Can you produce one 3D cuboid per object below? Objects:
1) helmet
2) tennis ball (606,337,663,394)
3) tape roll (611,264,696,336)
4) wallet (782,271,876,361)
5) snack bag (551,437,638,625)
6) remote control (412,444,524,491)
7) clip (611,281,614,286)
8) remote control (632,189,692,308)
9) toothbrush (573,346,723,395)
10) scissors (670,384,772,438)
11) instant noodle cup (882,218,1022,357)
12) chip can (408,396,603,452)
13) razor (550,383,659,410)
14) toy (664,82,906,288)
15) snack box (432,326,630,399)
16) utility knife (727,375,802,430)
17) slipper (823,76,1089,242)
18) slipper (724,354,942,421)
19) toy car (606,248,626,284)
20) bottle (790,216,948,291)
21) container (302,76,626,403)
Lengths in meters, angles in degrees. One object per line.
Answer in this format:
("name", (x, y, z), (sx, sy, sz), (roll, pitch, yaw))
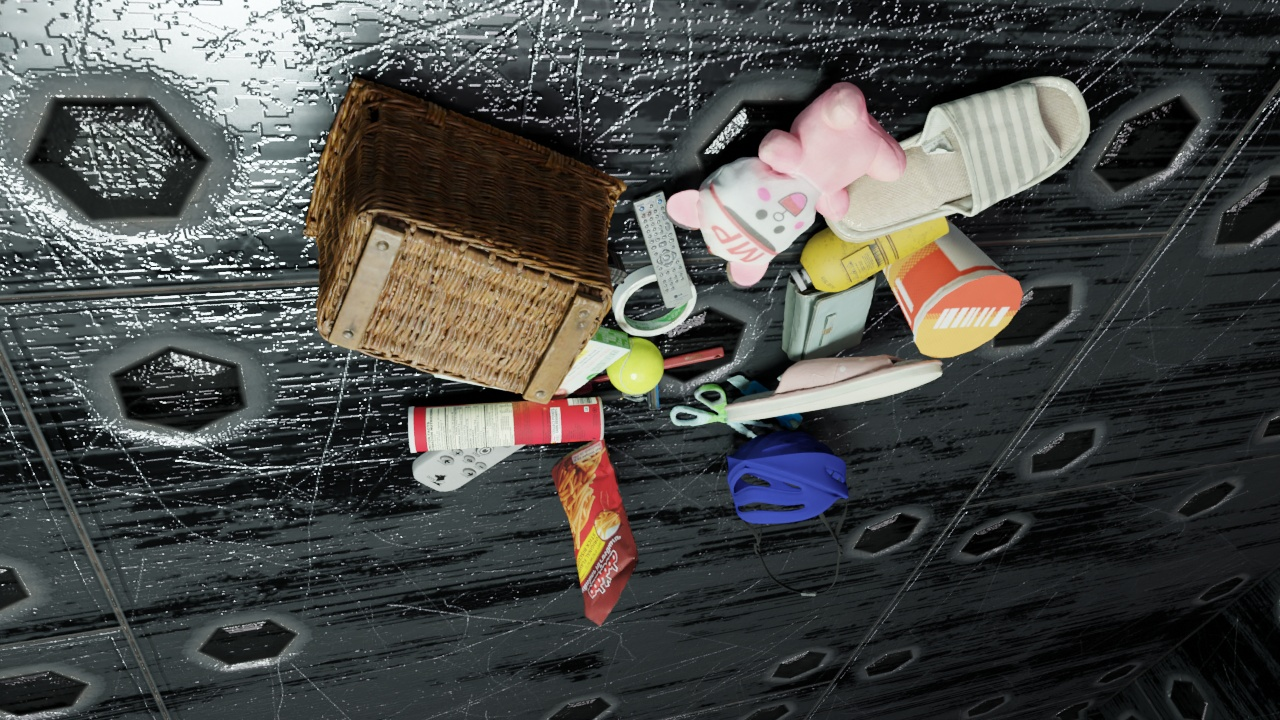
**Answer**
("helmet", (0.202, 0.208, 1.247), (0.148, 0.227, 0.241), (-7, 170, 34))
("tennis ball", (-0.006, 0.006, 1.041), (0.065, 0.065, 0.065), (-12, 140, -11))
("tape roll", (0.015, -0.065, 1.006), (0.093, 0.018, 0.094), (-12, 140, -11))
("wallet", (0.221, -0.055, 1.087), (0.100, 0.054, 0.132), (-15, 145, -6))
("snack bag", (-0.050, 0.207, 1.140), (0.066, 0.207, 0.139), (9, 133, -31))
("remote control", (-0.203, 0.111, 1.111), (0.151, 0.019, 0.074), (-33, 139, 14))
("clip", (-0.117, -0.058, 0.951), (0.163, 0.028, 0.115), (5, 136, -28))
("remote control", (0.024, -0.111, 0.941), (0.033, 0.013, 0.137), (-22, 131, -4))
("toothbrush", (0.009, 0.012, 1.093), (0.189, 0.016, 0.016), (-13, 137, -10))
("scissors", (0.120, 0.071, 1.213), (0.174, 0.032, 0.093), (12, 129, -40))
("instant noodle cup", (0.341, -0.090, 1.040), (0.123, 0.121, 0.124), (-12, 140, -11))
("chip can", (-0.151, 0.072, 1.041), (0.214, 0.051, 0.052), (-3, 138, -9))
("razor", (-0.049, 0.043, 1.103), (0.144, 0.022, 0.043), (-4, 96, -13))
("toy", (0.141, -0.170, 0.890), (0.213, 0.084, 0.142), (-39, 133, 18))
("snack box", (-0.116, -0.007, 0.980), (0.167, 0.027, 0.132), (14, 144, -39))
("utility knife", (0.168, 0.056, 1.216), (0.031, 0.015, 0.185), (-40, 136, 17))
("slipper", (0.314, -0.199, 0.921), (0.273, 0.114, 0.054), (-24, -177, 9))
("slipper", (0.226, 0.027, 1.113), (0.275, 0.054, 0.114), (-15, 167, 30))
("toy car", (-0.055, -0.102, 0.913), (0.092, 0.040, 0.037), (12, 130, -31))
("bottle", (0.241, -0.126, 0.994), (0.164, 0.071, 0.071), (-29, 140, 10))
("container", (-0.145, -0.085, 0.755), (0.249, 0.183, 0.163), (17, 127, -23))
